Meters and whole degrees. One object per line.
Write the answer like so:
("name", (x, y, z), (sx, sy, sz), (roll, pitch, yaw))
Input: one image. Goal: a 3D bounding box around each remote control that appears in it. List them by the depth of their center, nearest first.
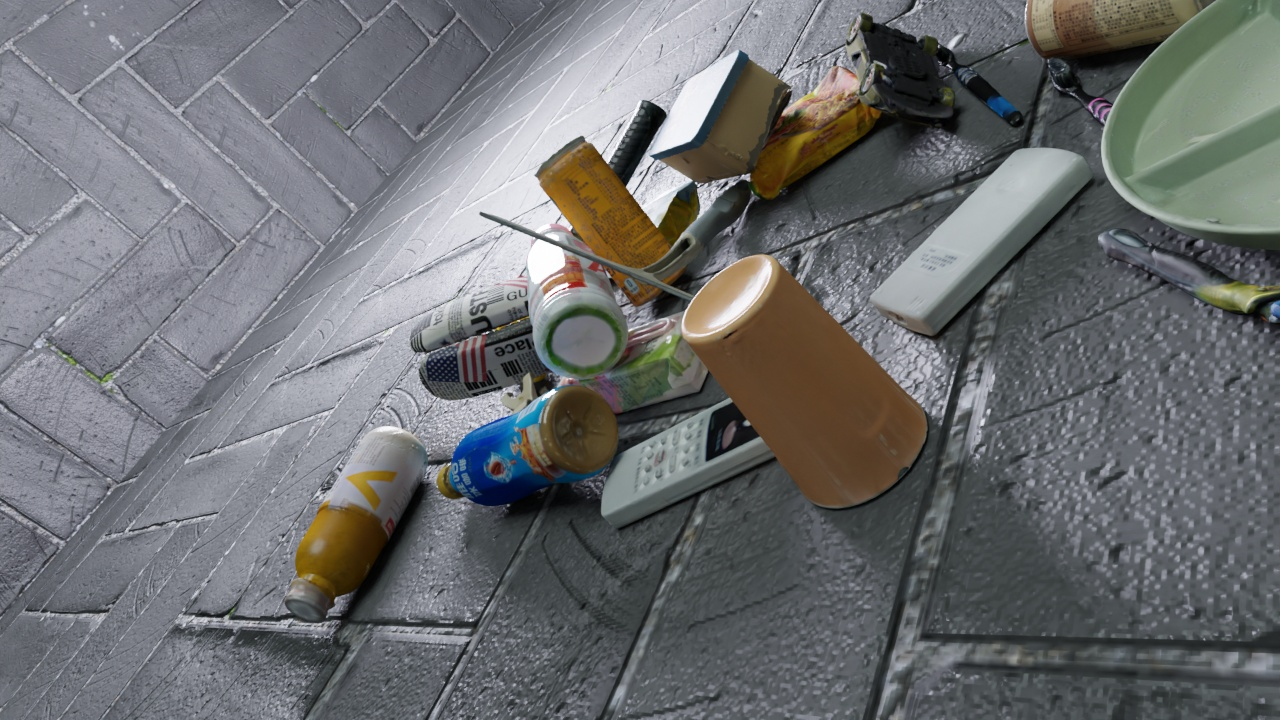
("remote control", (0.198, -0.071, 0.536), (0.135, 0.019, 0.056), (-45, 25, -2))
("remote control", (0.036, 0.056, 0.579), (0.150, 0.021, 0.058), (-30, 28, 29))

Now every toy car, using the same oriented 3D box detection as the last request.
("toy car", (0.196, -0.221, 0.707), (0.157, 0.070, 0.042), (-83, 12, -48))

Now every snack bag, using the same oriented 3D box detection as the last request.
("snack bag", (-0.022, -0.117, 0.914), (0.191, 0.039, 0.110), (-10, 57, 53))

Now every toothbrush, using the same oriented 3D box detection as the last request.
("toothbrush", (0.275, -0.143, 0.536), (0.014, 0.018, 0.188), (-32, 29, 20))
("toothbrush", (0.247, -0.210, 0.686), (0.014, 0.016, 0.189), (-42, 25, 23))

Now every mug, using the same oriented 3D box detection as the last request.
("mug", (0.080, 0.008, 0.468), (0.078, 0.123, 0.078), (-35, 25, 19))

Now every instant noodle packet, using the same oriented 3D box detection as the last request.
("instant noodle packet", (0.142, -0.197, 0.793), (0.129, 0.044, 0.110), (-36, 22, 18))

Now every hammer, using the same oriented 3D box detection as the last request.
("hammer", (-0.060, -0.121, 0.907), (0.300, 0.033, 0.129), (-60, 29, -1))

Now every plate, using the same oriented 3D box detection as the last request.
("plate", (0.331, -0.131, 0.411), (0.231, 0.027, 0.229), (-32, 30, 20))

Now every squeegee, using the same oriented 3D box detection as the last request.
("squeegee", (0.039, -0.098, 0.743), (0.245, 0.246, 0.039), (-44, -27, -52))

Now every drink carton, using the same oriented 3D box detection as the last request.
("drink carton", (-0.004, 0.004, 0.693), (0.123, 0.045, 0.053), (-18, 34, 43))

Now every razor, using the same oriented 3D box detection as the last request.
("razor", (0.249, -0.036, 0.402), (0.042, 0.022, 0.142), (-13, 21, -6))

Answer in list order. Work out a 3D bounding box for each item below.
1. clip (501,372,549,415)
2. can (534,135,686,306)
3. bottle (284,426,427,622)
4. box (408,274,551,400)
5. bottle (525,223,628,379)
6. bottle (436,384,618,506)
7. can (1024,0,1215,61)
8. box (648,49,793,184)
("clip", (-0.090, 0.042, 0.773), (0.034, 0.072, 0.100), (-42, 19, 0))
("can", (-0.025, -0.118, 0.788), (0.058, 0.146, 0.058), (-38, 6, 4))
("bottle", (-0.256, 0.144, 0.827), (0.068, 0.068, 0.189), (-24, 32, 37))
("box", (-0.123, -0.020, 0.826), (0.162, 0.086, 0.075), (-18, 25, 2))
("bottle", (-0.059, -0.057, 0.724), (0.068, 0.068, 0.196), (-40, 28, 9))
("bottle", (-0.098, 0.075, 0.693), (0.219, 0.065, 0.065), (-27, 29, 51))
("can", (0.303, -0.224, 0.569), (0.058, 0.058, 0.116), (-50, 26, -13))
("box", (0.068, -0.208, 0.803), (0.090, 0.062, 0.184), (-63, 13, -1))
